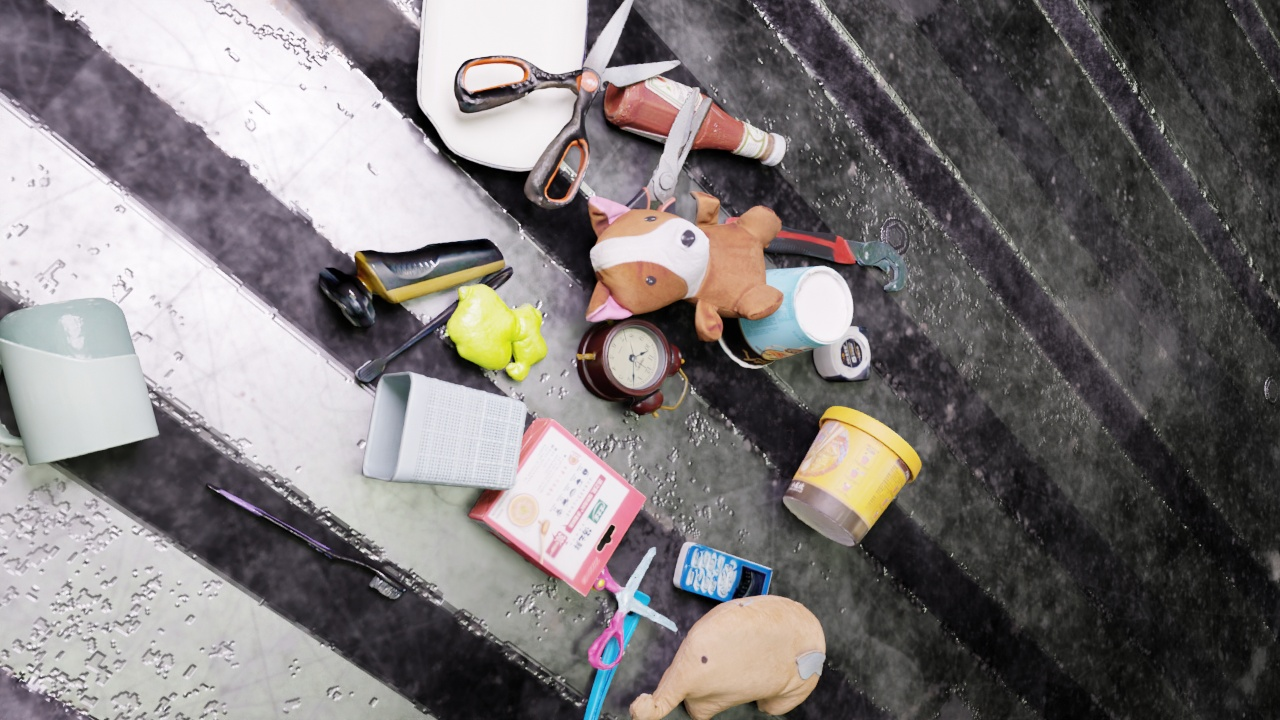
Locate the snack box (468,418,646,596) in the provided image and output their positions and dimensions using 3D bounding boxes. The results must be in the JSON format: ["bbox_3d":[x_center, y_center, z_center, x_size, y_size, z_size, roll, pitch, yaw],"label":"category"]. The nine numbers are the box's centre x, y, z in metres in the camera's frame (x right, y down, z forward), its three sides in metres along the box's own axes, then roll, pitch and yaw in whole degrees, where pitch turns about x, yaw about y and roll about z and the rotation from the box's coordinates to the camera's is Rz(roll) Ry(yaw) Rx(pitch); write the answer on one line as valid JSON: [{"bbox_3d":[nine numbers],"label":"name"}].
[{"bbox_3d":[-0.076,0.136,0.859,0.127,0.044,0.113,42,67,-20],"label":"snack box"}]

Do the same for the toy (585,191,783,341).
[{"bbox_3d":[0.041,-0.092,0.873,0.199,0.131,0.140,5,75,-20],"label":"toy"}]

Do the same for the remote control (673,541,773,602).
[{"bbox_3d":[0.088,0.227,0.959,0.125,0.024,0.049,25,75,-31],"label":"remote control"}]

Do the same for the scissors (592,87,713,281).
[{"bbox_3d":[0.027,-0.160,0.922,0.204,0.015,0.199,-32,117,-16],"label":"scissors"}]

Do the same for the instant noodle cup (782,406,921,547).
[{"bbox_3d":[0.224,0.130,0.998,0.118,0.119,0.114,42,75,-21],"label":"instant noodle cup"}]

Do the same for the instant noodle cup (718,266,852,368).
[{"bbox_3d":[0.153,-0.050,0.960,0.111,0.121,0.111,2,85,-30],"label":"instant noodle cup"}]

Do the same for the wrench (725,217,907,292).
[{"bbox_3d":[0.209,-0.127,1.059,0.273,0.016,0.056,9,82,-30],"label":"wrench"}]

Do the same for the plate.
[{"bbox_3d":[-0.130,-0.306,0.863,0.161,0.034,0.265,6,84,-29],"label":"plate"}]

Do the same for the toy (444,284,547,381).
[{"bbox_3d":[-0.131,-0.024,0.841,0.100,0.031,0.097,-15,99,-37],"label":"toy"}]

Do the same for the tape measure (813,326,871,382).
[{"bbox_3d":[0.232,-0.008,1.054,0.066,0.034,0.065,2,84,-32],"label":"tape measure"}]

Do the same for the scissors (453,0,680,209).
[{"bbox_3d":[-0.067,-0.248,0.849,0.227,0.022,0.221,10,88,-23],"label":"scissors"}]

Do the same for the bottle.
[{"bbox_3d":[0.062,-0.247,0.956,0.205,0.060,0.059,11,81,-29],"label":"bottle"}]

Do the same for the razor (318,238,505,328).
[{"bbox_3d":[-0.194,-0.074,0.806,0.167,0.062,0.068,-20,127,-35],"label":"razor"}]

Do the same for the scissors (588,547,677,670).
[{"bbox_3d":[-0.020,0.233,0.886,0.133,0.017,0.134,33,59,-11],"label":"scissors"}]

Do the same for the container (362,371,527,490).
[{"bbox_3d":[-0.165,0.065,0.788,0.111,0.090,0.090,13,80,-31],"label":"container"}]

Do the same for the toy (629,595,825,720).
[{"bbox_3d":[0.087,0.303,0.919,0.225,0.082,0.143,4,100,-29],"label":"toy"}]

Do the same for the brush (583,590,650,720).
[{"bbox_3d":[-0.051,0.338,0.869,0.083,0.046,0.254,32,68,-20],"label":"brush"}]

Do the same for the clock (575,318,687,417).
[{"bbox_3d":[-0.005,0.005,0.902,0.122,0.055,0.082,35,70,-21],"label":"clock"}]

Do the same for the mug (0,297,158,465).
[{"bbox_3d":[-0.417,0.017,0.656,0.112,0.082,0.106,-14,94,1],"label":"mug"}]

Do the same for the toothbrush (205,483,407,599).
[{"bbox_3d":[-0.275,0.152,0.761,0.189,0.014,0.016,37,82,-23],"label":"toothbrush"}]

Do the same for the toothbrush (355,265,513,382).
[{"bbox_3d":[-0.182,-0.036,0.828,0.180,0.018,0.015,-40,112,-28],"label":"toothbrush"}]
